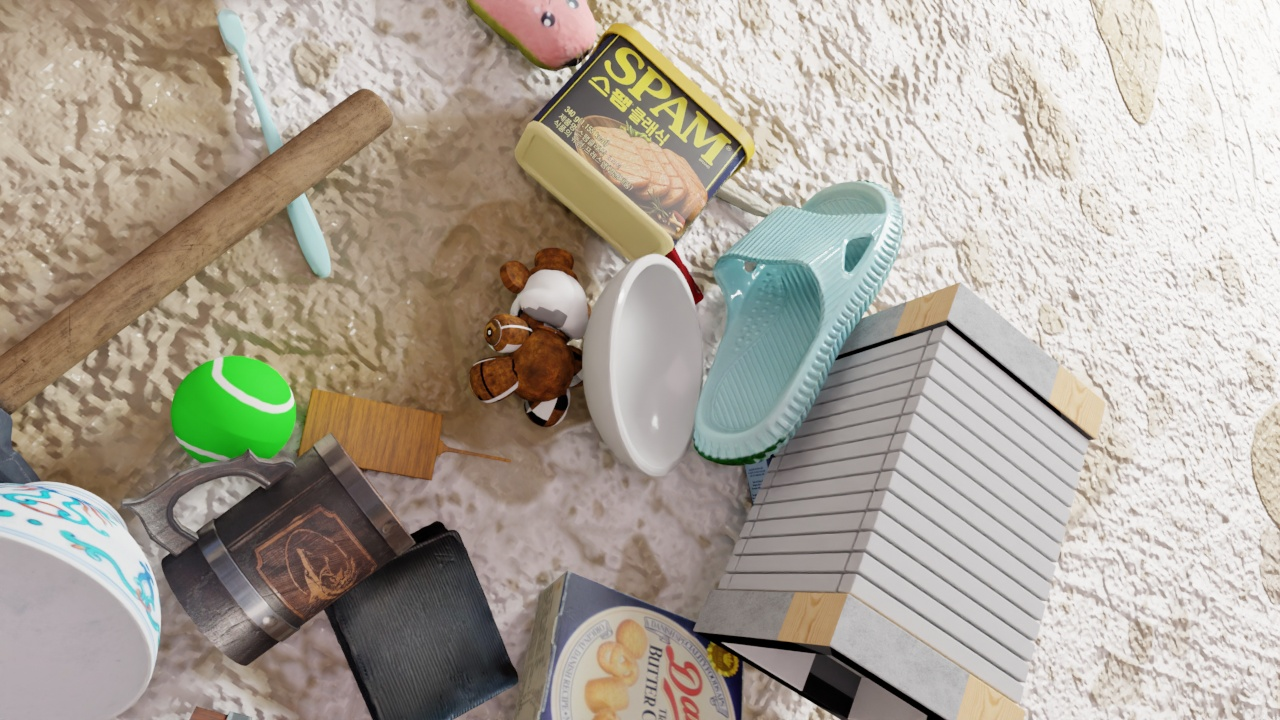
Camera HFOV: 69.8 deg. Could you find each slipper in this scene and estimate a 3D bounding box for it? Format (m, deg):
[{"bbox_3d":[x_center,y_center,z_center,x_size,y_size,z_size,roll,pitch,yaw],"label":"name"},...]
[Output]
[{"bbox_3d":[0.108,-0.047,0.667,0.069,0.116,0.275,51,57,-36],"label":"slipper"}]

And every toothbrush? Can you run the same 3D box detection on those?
[{"bbox_3d":[-0.234,-0.137,0.587,0.016,0.017,0.180,-21,90,-30],"label":"toothbrush"}]

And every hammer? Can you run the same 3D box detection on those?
[{"bbox_3d":[-0.269,-0.059,0.534,0.129,0.040,0.321,49,66,-13],"label":"hammer"}]

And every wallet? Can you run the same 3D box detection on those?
[{"bbox_3d":[-0.134,0.167,0.562,0.089,0.026,0.115,-24,90,-29],"label":"wallet"}]

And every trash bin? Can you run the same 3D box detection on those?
[{"bbox_3d":[0.174,0.102,0.611,0.142,0.143,0.246,35,65,-16],"label":"trash bin"}]

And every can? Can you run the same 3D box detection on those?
[{"bbox_3d":[-0.006,-0.148,0.651,0.135,0.075,0.104,40,70,-8],"label":"can"}]

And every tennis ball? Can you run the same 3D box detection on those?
[{"bbox_3d":[-0.231,0.030,0.523,0.065,0.065,0.065,6,76,-25],"label":"tennis ball"}]

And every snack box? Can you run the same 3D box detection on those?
[{"bbox_3d":[-0.004,0.224,0.574,0.145,0.043,0.144,25,45,-18],"label":"snack box"}]

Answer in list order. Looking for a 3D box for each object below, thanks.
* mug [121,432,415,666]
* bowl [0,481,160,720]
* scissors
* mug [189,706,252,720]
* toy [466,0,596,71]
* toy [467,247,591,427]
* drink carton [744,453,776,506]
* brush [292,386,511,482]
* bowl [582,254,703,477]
[{"bbox_3d":[-0.201,0.090,0.502,0.107,0.080,0.116,-37,116,-17],"label":"mug"},{"bbox_3d":[-0.303,0.108,0.454,0.144,0.144,0.074,27,29,-18],"label":"bowl"},{"bbox_3d":[0.023,-0.134,0.709,0.179,0.015,0.198,-8,82,-25],"label":"scissors"},{"bbox_3d":[-0.194,0.237,0.470,0.111,0.117,0.081,27,87,-14],"label":"mug"},{"bbox_3d":[-0.075,-0.263,0.669,0.089,0.051,0.110,-41,98,-25],"label":"toy"},{"bbox_3d":[-0.066,-0.021,0.619,0.087,0.067,0.112,28,50,-37],"label":"toy"},{"bbox_3d":[0.115,0.085,0.691,0.064,0.040,0.130,-9,82,-28],"label":"drink carton"},{"bbox_3d":[-0.150,0.053,0.584,0.126,0.017,0.048,14,73,-22],"label":"brush"},{"bbox_3d":[-0.004,0.004,0.626,0.149,0.043,0.149,3,87,-64],"label":"bowl"}]
